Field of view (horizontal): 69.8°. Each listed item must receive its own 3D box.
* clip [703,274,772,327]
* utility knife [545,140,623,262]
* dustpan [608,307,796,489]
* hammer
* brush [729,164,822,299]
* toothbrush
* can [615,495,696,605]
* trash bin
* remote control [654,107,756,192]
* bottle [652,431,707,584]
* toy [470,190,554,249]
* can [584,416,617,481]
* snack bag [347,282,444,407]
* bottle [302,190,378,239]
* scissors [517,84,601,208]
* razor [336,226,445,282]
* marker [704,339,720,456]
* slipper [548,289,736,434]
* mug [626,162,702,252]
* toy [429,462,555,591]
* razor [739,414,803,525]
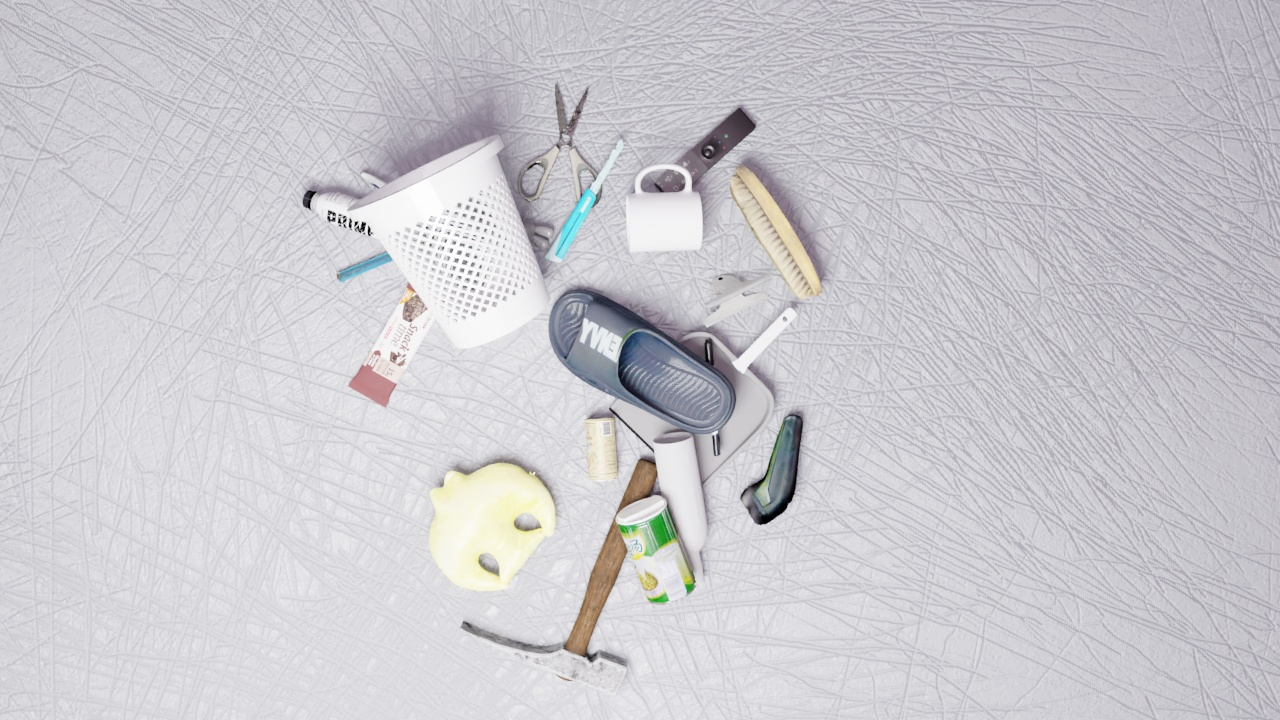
[{"bbox_3d":[0.118,-0.084,1.188,0.102,0.052,0.058,-25,104,-19],"label":"clip"},{"bbox_3d":[-0.071,-0.205,1.179,0.022,0.015,0.179,28,96,-15],"label":"utility knife"},{"bbox_3d":[0.106,0.028,1.192,0.163,0.033,0.257,44,88,-3],"label":"dustpan"},{"bbox_3d":[-0.079,0.255,1.183,0.217,0.037,0.300,22,89,-3],"label":"hammer"},{"bbox_3d":[0.172,-0.164,1.182,0.043,0.059,0.195,-32,90,6],"label":"brush"},{"bbox_3d":[-0.278,-0.191,1.179,0.189,0.016,0.017,31,99,-3],"label":"toothbrush"},{"bbox_3d":[0.020,0.235,1.141,0.067,0.067,0.121,-21,102,-3],"label":"can"},{"bbox_3d":[-0.210,-0.134,1.095,0.195,0.195,0.200,-27,111,-3],"label":"trash bin"},{"bbox_3d":[0.084,-0.268,1.198,0.150,0.013,0.034,-42,92,-2],"label":"remote control"},{"bbox_3d":[0.057,0.192,1.177,0.052,0.052,0.195,-10,100,-3],"label":"bottle"},{"bbox_3d":[-0.166,-0.177,1.177,0.111,0.030,0.049,24,105,-8],"label":"toy"},{"bbox_3d":[-0.050,0.114,1.181,0.038,0.038,0.079,-4,91,-3],"label":"can"},{"bbox_3d":[-0.312,-0.021,1.179,0.057,0.013,0.158,31,89,-4],"label":"snack bag"},{"bbox_3d":[-0.368,-0.187,1.161,0.116,0.041,0.041,18,89,-3],"label":"bottle"},{"bbox_3d":[-0.101,-0.267,1.188,0.166,0.012,0.157,-35,94,-2],"label":"scissors"},{"bbox_3d":[-0.321,-0.133,1.175,0.144,0.022,0.042,-22,99,2],"label":"razor"},{"bbox_3d":[0.092,0.048,1.176,0.011,0.011,0.152,-5,97,-3],"label":"marker"},{"bbox_3d":[-0.007,0.007,1.145,0.268,0.083,0.111,31,96,8],"label":"slipper"},{"bbox_3d":[0.029,-0.193,1.160,0.090,0.073,0.110,-2,106,-3],"label":"mug"},{"bbox_3d":[-0.195,0.202,1.162,0.155,0.064,0.170,41,85,-2],"label":"toy"},{"bbox_3d":[0.174,0.141,1.192,0.067,0.054,0.151,14,84,14],"label":"razor"}]
